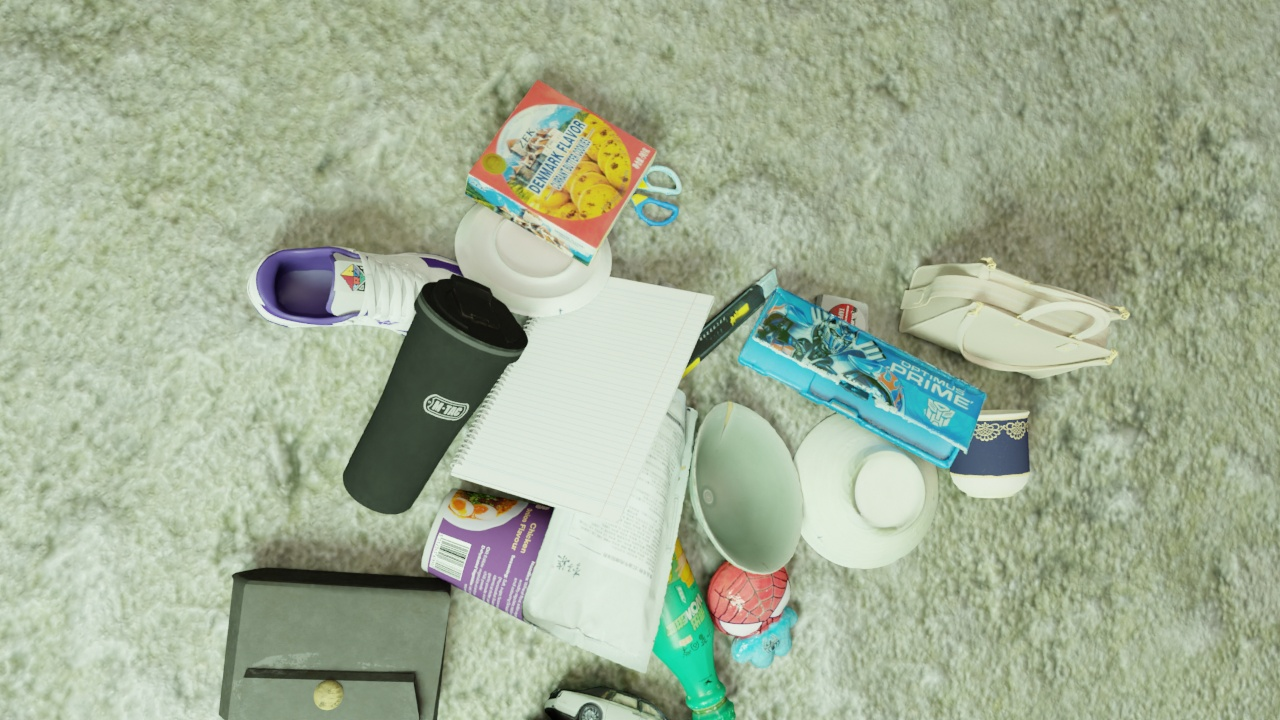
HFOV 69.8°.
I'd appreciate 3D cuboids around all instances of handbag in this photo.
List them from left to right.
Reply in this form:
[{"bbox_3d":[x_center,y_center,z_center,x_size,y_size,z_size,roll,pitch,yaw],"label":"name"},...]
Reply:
[{"bbox_3d":[-0.283,0.301,0.843,0.197,0.102,0.199,5,86,-11],"label":"handbag"},{"bbox_3d":[0.397,-0.047,0.947,0.194,0.198,0.101,18,83,-10],"label":"handbag"}]

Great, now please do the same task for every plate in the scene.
[{"bbox_3d":[-0.105,-0.112,0.912,0.157,0.014,0.156,6,59,-11],"label":"plate"}]

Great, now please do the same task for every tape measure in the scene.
[{"bbox_3d":[0.217,-0.038,1.002,0.062,0.020,0.060,9,91,-9],"label":"tape measure"}]

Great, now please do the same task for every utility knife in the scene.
[{"bbox_3d":[0.081,-0.033,0.977,0.187,0.020,0.029,-42,97,-11],"label":"utility knife"}]

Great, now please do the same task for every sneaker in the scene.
[{"bbox_3d":[-0.248,-0.067,0.867,0.244,0.111,0.091,2,86,-11],"label":"sneaker"}]

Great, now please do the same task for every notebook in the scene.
[{"bbox_3d":[-0.054,0.022,0.867,0.178,0.013,0.245,13,62,23],"label":"notebook"}]

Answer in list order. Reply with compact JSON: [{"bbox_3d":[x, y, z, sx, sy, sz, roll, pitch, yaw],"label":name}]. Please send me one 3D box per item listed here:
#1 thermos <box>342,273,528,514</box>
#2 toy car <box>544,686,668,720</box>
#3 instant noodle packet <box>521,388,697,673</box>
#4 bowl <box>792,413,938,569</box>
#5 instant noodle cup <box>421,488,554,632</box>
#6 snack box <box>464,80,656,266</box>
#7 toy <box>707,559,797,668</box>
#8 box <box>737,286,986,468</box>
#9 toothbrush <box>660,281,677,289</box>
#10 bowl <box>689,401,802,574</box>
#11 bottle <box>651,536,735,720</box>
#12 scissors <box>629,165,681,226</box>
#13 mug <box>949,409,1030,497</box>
[{"bbox_3d":[-0.196,0.037,0.847,0.106,0.105,0.219,30,108,-8],"label":"thermos"},{"bbox_3d":[-0.017,0.370,0.910,0.191,0.094,0.071,22,62,-9],"label":"toy car"},{"bbox_3d":[-0.021,0.138,0.864,0.146,0.057,0.268,31,59,-28],"label":"instant noodle packet"},{"bbox_3d":[0.251,0.138,0.980,0.176,0.058,0.176,1,87,-11],"label":"bowl"},{"bbox_3d":[-0.135,0.174,0.880,0.122,0.122,0.137,19,92,0],"label":"instant noodle cup"},{"bbox_3d":[-0.078,-0.189,0.917,0.145,0.040,0.142,30,63,-3],"label":"snack box"},{"bbox_3d":[0.119,0.258,0.948,0.092,0.062,0.133,-24,102,-9],"label":"toy"},{"bbox_3d":[0.228,0.015,0.937,0.243,0.085,0.091,28,89,7],"label":"box"},{"bbox_3d":[-0.006,0.006,0.956,0.018,0.019,0.187,33,78,-52],"label":"toothbrush"},{"bbox_3d":[0.089,0.135,0.939,0.174,0.068,0.174,22,57,-38],"label":"bowl"},{"bbox_3d":[0.039,0.271,0.926,0.068,0.068,0.209,-22,91,-12],"label":"bottle"},{"bbox_3d":[-0.019,-0.177,0.968,0.130,0.022,0.070,6,86,-15],"label":"scissors"},{"bbox_3d":[0.385,0.100,1.003,0.111,0.086,0.089,-2,89,-47],"label":"mug"}]
